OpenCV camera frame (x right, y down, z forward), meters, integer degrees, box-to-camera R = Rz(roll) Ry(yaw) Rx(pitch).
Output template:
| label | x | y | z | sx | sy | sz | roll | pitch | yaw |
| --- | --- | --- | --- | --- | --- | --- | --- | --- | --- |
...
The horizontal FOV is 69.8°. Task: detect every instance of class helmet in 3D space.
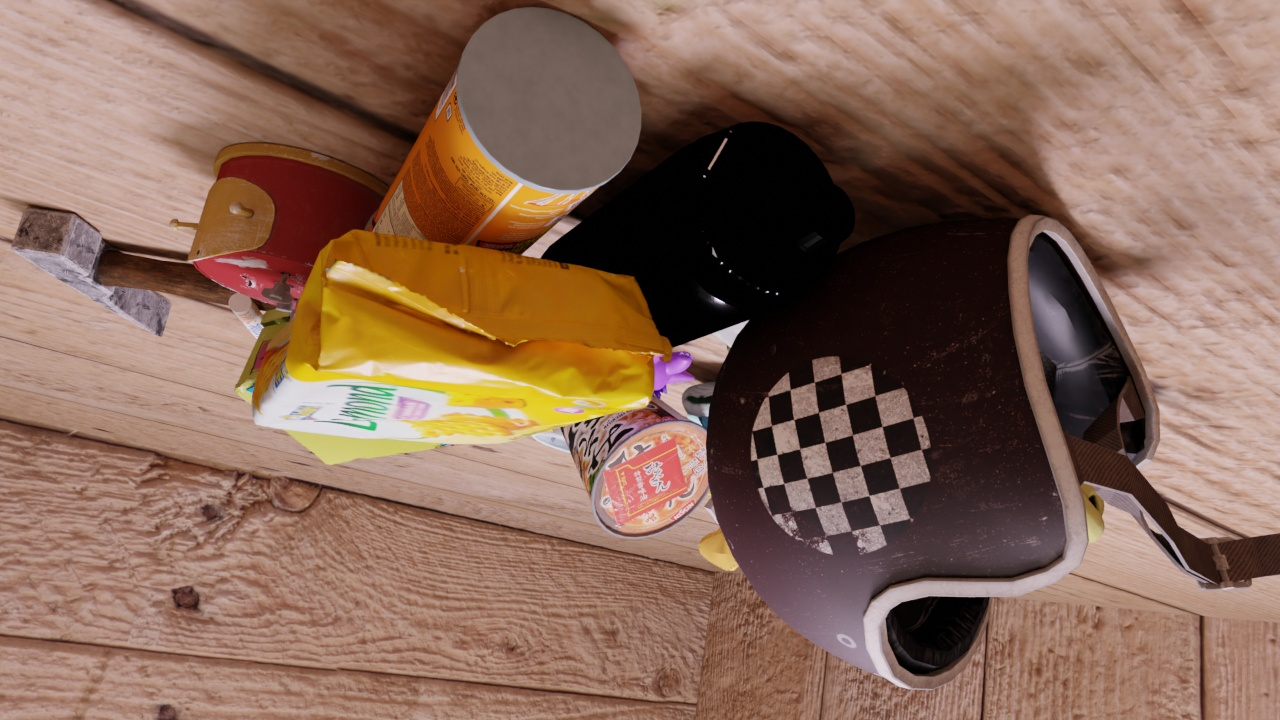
| label | x | y | z | sx | sy | sz | roll | pitch | yaw |
| --- | --- | --- | --- | --- | --- | --- | --- | --- | --- |
| helmet | 0.165 | 0.046 | 0.467 | 0.254 | 0.234 | 0.232 | -21 | 176 | 38 |

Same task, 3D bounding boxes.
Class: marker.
| label | x | y | z | sx | sy | sz | roll | pitch | yaw |
| --- | --- | --- | --- | --- | --- | --- | --- | --- | --- |
| marker | -0.312 | -0.026 | 0.756 | 0.017 | 0.017 | 0.146 | 11 | 164 | -7 |

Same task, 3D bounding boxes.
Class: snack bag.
| label | x | y | z | sx | sy | sz | roll | pitch | yaw |
| --- | --- | --- | --- | --- | --- | --- | --- | --- | --- |
| snack bag | -0.103 | -0.002 | 0.469 | 0.159 | 0.068 | 0.248 | 9 | 166 | -27 |

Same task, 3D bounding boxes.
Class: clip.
| label | x | y | z | sx | sy | sz | roll | pitch | yaw |
| --- | --- | --- | --- | --- | --- | --- | --- | --- | --- |
| clip | 0.075 | -0.017 | 0.616 | 0.101 | 0.046 | 0.056 | 36 | 149 | -17 |

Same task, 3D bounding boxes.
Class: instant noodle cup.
| label | x | y | z | sx | sy | sz | roll | pitch | yaw |
| --- | --- | --- | --- | --- | --- | --- | --- | --- | --- |
| instant noodle cup | -0.012 | 0.076 | 0.839 | 0.123 | 0.124 | 0.122 | 22 | -164 | -38 |

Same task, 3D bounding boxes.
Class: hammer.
| label | x | y | z | sx | sy | sz | roll | pitch | yaw |
| --- | --- | --- | --- | --- | --- | --- | --- | --- | --- |
| hammer | -0.324 | -0.048 | 0.782 | 0.300 | 0.037 | 0.218 | 9 | 164 | 1 |

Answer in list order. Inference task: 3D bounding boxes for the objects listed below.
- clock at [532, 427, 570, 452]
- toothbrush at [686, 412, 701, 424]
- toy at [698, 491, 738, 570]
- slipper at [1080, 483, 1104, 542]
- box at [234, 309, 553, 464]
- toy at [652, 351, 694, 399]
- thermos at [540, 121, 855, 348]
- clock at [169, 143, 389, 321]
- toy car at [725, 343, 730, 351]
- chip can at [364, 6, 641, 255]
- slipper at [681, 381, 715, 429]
| label | x | y | z | sx | sy | sz | roll | pitch | yaw |
| --- | --- | --- | --- | --- | --- | --- | --- | --- | --- |
| clock | -0.090 | 0.062 | 0.993 | 0.117 | 0.057 | 0.083 | 17 | 165 | 2 |
| toothbrush | 0.132 | 0.093 | 0.986 | 0.180 | 0.016 | 0.016 | 24 | 163 | -4 |
| toy | 0.182 | 0.167 | 1.075 | 0.267 | 0.141 | 0.247 | -1 | 174 | -34 |
| slipper | 0.317 | 0.070 | 0.749 | 0.190 | 0.081 | 0.092 | 47 | 158 | -24 |
| box | -0.177 | 0.008 | 0.699 | 0.221 | 0.081 | 0.124 | -12 | 140 | 23 |
| toy | -0.004 | 0.004 | 0.735 | 0.106 | 0.055 | 0.088 | 0 | 166 | 26 |
| thermos | 0.021 | -0.053 | 0.462 | 0.086 | 0.086 | 0.199 | 17 | 163 | -24 |
| clock | -0.199 | -0.061 | 0.574 | 0.117 | 0.081 | 0.158 | -3 | 160 | 38 |
| toy car | 0.102 | -0.008 | 0.681 | 0.089 | 0.027 | 0.039 | 26 | 152 | -32 |
| chip can | -0.080 | -0.081 | 0.445 | 0.075 | 0.075 | 0.215 | 16 | 163 | -23 |
| slipper | 0.130 | 0.075 | 0.877 | 0.104 | 0.074 | 0.245 | -2 | 162 | 34 |
